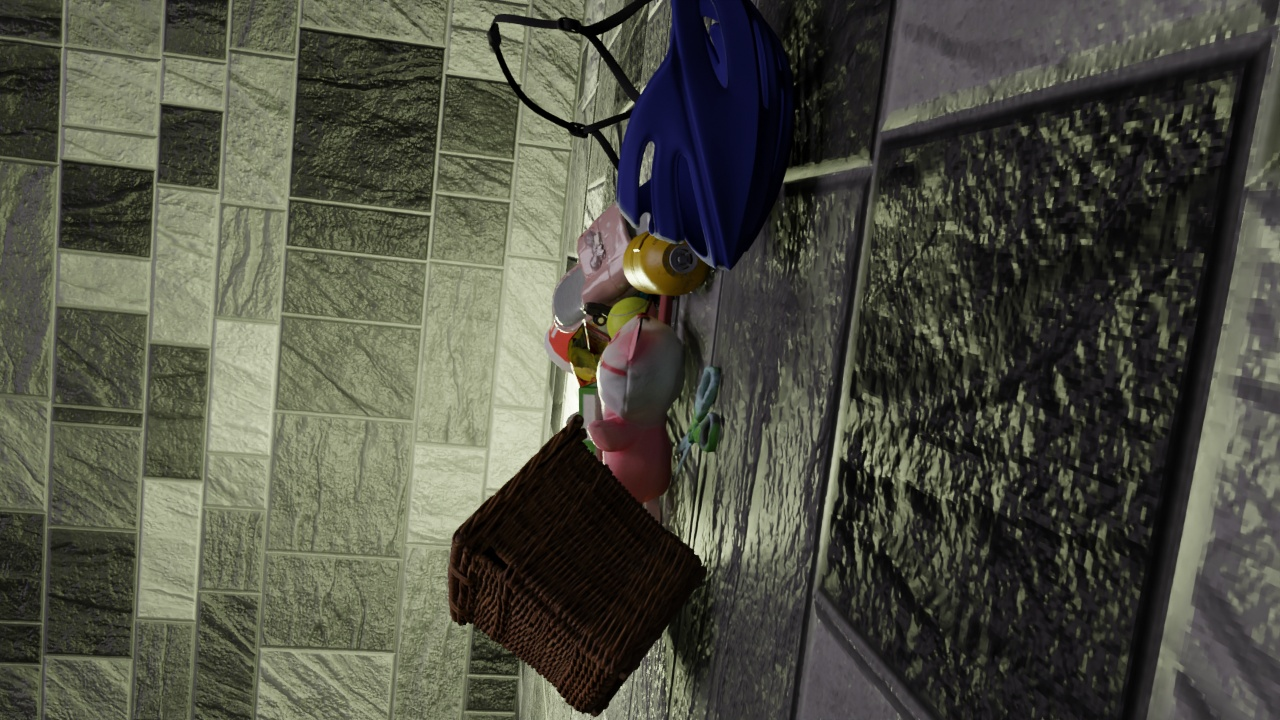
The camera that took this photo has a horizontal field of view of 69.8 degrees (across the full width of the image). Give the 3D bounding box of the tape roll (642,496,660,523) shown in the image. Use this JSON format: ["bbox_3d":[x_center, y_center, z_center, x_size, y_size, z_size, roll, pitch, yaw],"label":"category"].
[{"bbox_3d":[0.006,0.194,1.045,0.094,0.018,0.094,-175,91,-81],"label":"tape roll"}]

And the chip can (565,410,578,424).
[{"bbox_3d":[-0.054,0.164,1.159,0.051,0.052,0.215,-101,4,-60],"label":"chip can"}]

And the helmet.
[{"bbox_3d":[-0.002,-0.180,0.663,0.148,0.228,0.241,93,-179,-72],"label":"helmet"}]

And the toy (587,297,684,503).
[{"bbox_3d":[-0.002,0.048,0.946,0.141,0.084,0.213,-33,-50,-68],"label":"toy"}]

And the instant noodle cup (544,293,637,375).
[{"bbox_3d":[-0.067,-0.059,1.349,0.123,0.123,0.121,-94,21,-46],"label":"instant noodle cup"}]

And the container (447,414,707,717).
[{"bbox_3d":[-0.060,0.208,0.856,0.161,0.183,0.251,-46,-12,-29],"label":"container"}]

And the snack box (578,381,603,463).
[{"bbox_3d":[-0.033,0.086,1.069,0.167,0.027,0.132,-18,-71,-72],"label":"snack box"}]

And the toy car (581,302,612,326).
[{"bbox_3d":[-0.027,-0.056,1.163,0.040,0.092,0.037,-144,71,-79],"label":"toy car"}]

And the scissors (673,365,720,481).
[{"bbox_3d":[0.049,0.078,0.862,0.175,0.032,0.092,101,168,-54],"label":"scissors"}]

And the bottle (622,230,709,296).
[{"bbox_3d":[0.026,-0.100,0.922,0.164,0.071,0.071,-151,66,-80],"label":"bottle"}]

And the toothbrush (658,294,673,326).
[{"bbox_3d":[0.031,-0.088,1.021,0.016,0.016,0.189,46,-131,-82],"label":"toothbrush"}]

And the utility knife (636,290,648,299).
[{"bbox_3d":[0.001,-0.081,1.239,0.186,0.015,0.031,109,168,-60],"label":"utility knife"}]

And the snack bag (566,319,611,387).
[{"bbox_3d":[-0.057,0.060,1.202,0.138,0.066,0.208,-105,9,-50],"label":"snack bag"}]

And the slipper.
[{"bbox_3d":[-0.053,-0.121,1.196,0.275,0.054,0.114,-41,56,46],"label":"slipper"}]

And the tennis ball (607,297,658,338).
[{"bbox_3d":[-0.008,-0.044,1.112,0.065,0.065,0.065,-176,91,-81],"label":"tennis ball"}]

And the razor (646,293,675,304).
[{"bbox_3d":[0.020,-0.081,1.101,0.144,0.022,0.042,142,134,-77],"label":"razor"}]
